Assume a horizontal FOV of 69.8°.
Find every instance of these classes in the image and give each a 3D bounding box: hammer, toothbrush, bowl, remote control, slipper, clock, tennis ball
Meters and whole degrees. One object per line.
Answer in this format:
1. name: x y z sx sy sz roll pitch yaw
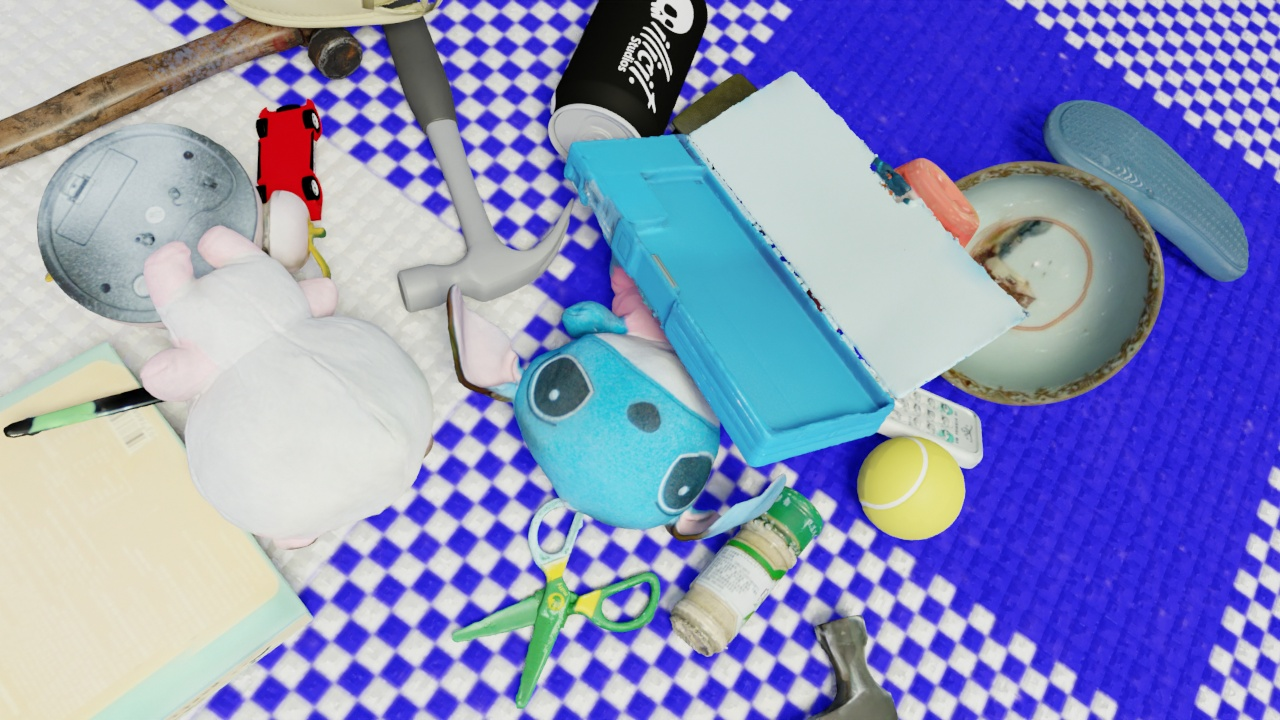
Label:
1. hammer: -0.142 -0.181 0.640 0.124 0.030 0.310 -16 72 -18
2. toothbrush: -0.245 0.011 0.511 0.187 0.017 0.014 -19 69 -40
3. bowl: 0.263 -0.057 0.631 0.160 0.160 0.093 47 26 8
4. hammer: -0.353 -0.168 0.586 0.329 0.033 0.120 -33 69 -21
5. remote control: 0.167 0.033 0.621 0.133 0.022 0.050 23 44 -3
6. slipper: 0.396 -0.132 0.726 0.213 0.059 0.103 29 55 -15
7. clock: -0.260 -0.065 0.538 0.158 0.059 0.116 24 78 -3
8. hammer: -0.010 0.239 0.496 0.332 0.033 0.133 -8 71 -15
9. tennis ball: 0.171 0.080 0.581 0.065 0.065 0.065 5 67 -11

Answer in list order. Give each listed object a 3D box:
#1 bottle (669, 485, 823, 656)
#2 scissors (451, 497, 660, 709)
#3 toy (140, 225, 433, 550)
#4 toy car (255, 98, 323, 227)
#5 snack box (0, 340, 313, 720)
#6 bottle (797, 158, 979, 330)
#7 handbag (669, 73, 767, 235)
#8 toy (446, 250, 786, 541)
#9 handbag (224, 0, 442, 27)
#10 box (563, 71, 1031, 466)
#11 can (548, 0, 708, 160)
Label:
1. bottle: 0.063 0.125 0.551 0.042 0.043 0.109 42 66 6
2. scissors: -0.052 0.134 0.538 0.126 0.012 0.123 -13 70 -19
3. toy: -0.190 0.011 0.493 0.179 0.102 0.138 55 47 -10
4. toy car: -0.228 -0.128 0.599 0.038 0.025 0.089 -10 65 2
5. snack box: -0.290 0.103 0.479 0.141 0.044 0.193 -37 80 -24
6. bottle: 0.151 -0.067 0.603 0.048 0.134 0.071 -15 67 -55
7. handbag: 0.105 -0.127 0.669 0.084 0.027 0.178 -39 78 -16
8. toy: -0.003 0.003 0.559 0.224 0.099 0.190 31 58 0
9. handbag: -0.229 -0.323 0.621 0.190 0.089 0.232 0 55 -14
10. box: 0.079 -0.062 0.547 0.175 0.060 0.243 -23 57 -13
11. can: -0.008 -0.208 0.652 0.080 0.080 0.145 21 65 -3
